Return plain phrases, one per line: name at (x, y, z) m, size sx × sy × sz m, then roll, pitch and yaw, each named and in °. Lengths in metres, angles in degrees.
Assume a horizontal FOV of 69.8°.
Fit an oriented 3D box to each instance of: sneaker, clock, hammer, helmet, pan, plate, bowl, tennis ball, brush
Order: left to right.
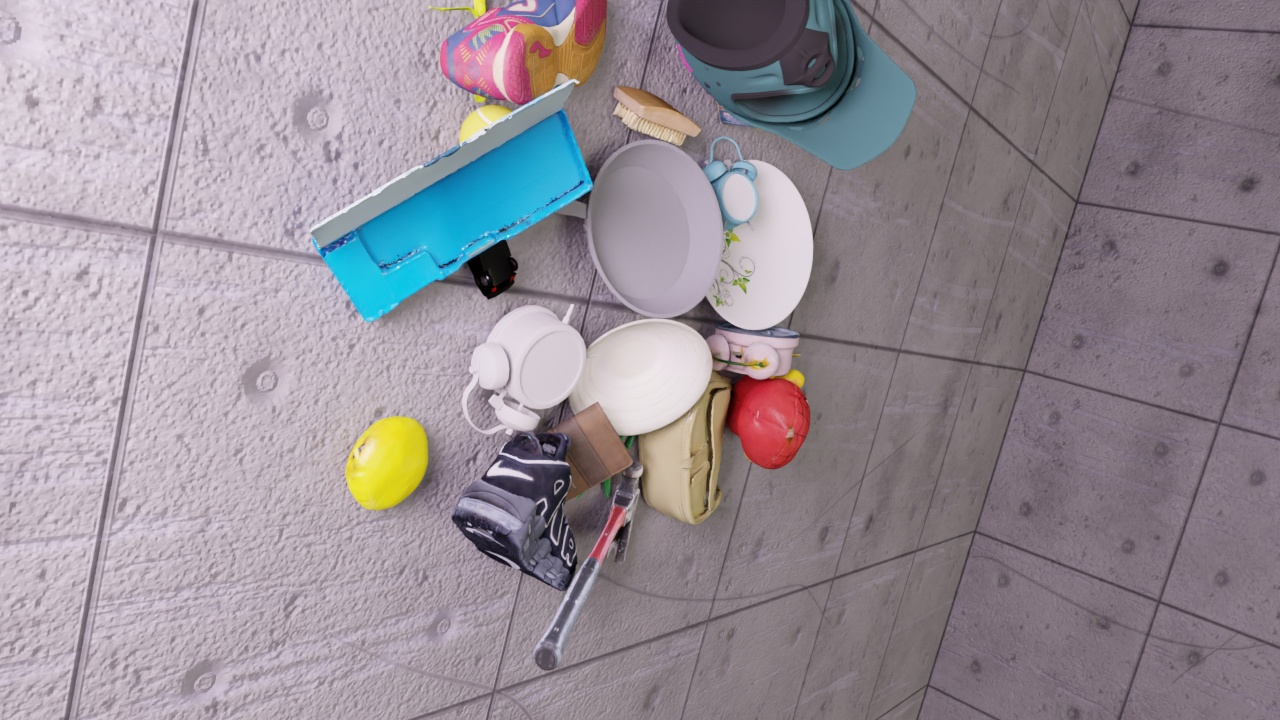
tennis ball at (-0.135, -0.204, 0.853) m, size 0.065 × 0.065 × 0.065 m, roll -27°, pitch 126°, yaw -44°
clock at (-0.126, 0.010, 0.974) m, size 0.159 × 0.061 × 0.120 m, roll -42°, pitch 135°, yaw -21°
sneaker at (-0.103, -0.307, 0.850) m, size 0.241 × 0.091 × 0.116 m, roll -55°, pitch 152°, yaw -53°
sneaker at (-0.113, 0.155, 1.018) m, size 0.150 × 0.097 × 0.253 m, roll -63°, pitch 158°, yaw -21°
hammer at (-0.058, 0.250, 1.079) m, size 0.325 × 0.036 × 0.141 m, roll -57°, pitch 160°, yaw -64°
pan at (-0.045, -0.156, 0.998) m, size 0.355 × 0.051 × 0.200 m, roll 8°, pitch 85°, yaw -39°
bowl at (-0.006, 0.006, 1.095) m, size 0.176 × 0.057 × 0.177 m, roll -10°, pitch 131°, yaw -12°
brush at (0.016, -0.275, 1.038) m, size 0.117 × 0.049 × 0.039 m, roll 3°, pitch 126°, yaw -55°
clock at (0.113, -0.227, 1.184) m, size 0.087 × 0.042 × 0.123 m, roll -9°, pitch 93°, yaw -37°
plate at (0.149, -0.157, 1.257) m, size 0.229 × 0.030 × 0.229 m, roll -2°, pitch 94°, yaw -38°
clock at (0.152, -0.014, 1.268) m, size 0.157 × 0.117 × 0.059 m, roll -16°, pitch 113°, yaw -60°
helmet at (0.162, -0.336, 1.010) m, size 0.200 × 0.274 × 0.177 m, roll 25°, pitch 112°, yaw -45°

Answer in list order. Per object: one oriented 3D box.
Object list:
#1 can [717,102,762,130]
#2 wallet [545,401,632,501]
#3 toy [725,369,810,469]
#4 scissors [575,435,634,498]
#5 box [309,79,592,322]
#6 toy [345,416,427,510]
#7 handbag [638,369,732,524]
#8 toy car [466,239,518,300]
can at (0.148, -0.336, 1.172) m, size 0.099 × 0.059 × 0.054 m, roll -42°, pitch 135°, yaw -34°
wallet at (-0.070, 0.110, 1.094) m, size 0.098 × 0.027 × 0.121 m, roll -31°, pitch 137°, yaw -4°
toy at (0.179, 0.080, 1.308) m, size 0.216 × 0.099 × 0.147 m, roll -114°, pitch -145°, yaw -83°
scissors at (-0.048, 0.122, 1.167) m, size 0.125 × 0.011 × 0.130 m, roll -54°, pitch 141°, yaw -24°
box at (-0.162, -0.148, 0.779) m, size 0.243 × 0.070 × 0.171 m, roll -33°, pitch 161°, yaw -12°
toy at (-0.240, 0.098, 0.879) m, size 0.095 × 0.041 × 0.094 m, roll -64°, pitch 149°, yaw -10°
handbag at (0.074, 0.120, 1.266) m, size 0.190 × 0.089 × 0.233 m, roll -21°, pitch 122°, yaw -51°
toy car at (-0.153, -0.108, 0.902) m, size 0.042 × 0.036 × 0.092 m, roll -39°, pitch 124°, yaw -39°
